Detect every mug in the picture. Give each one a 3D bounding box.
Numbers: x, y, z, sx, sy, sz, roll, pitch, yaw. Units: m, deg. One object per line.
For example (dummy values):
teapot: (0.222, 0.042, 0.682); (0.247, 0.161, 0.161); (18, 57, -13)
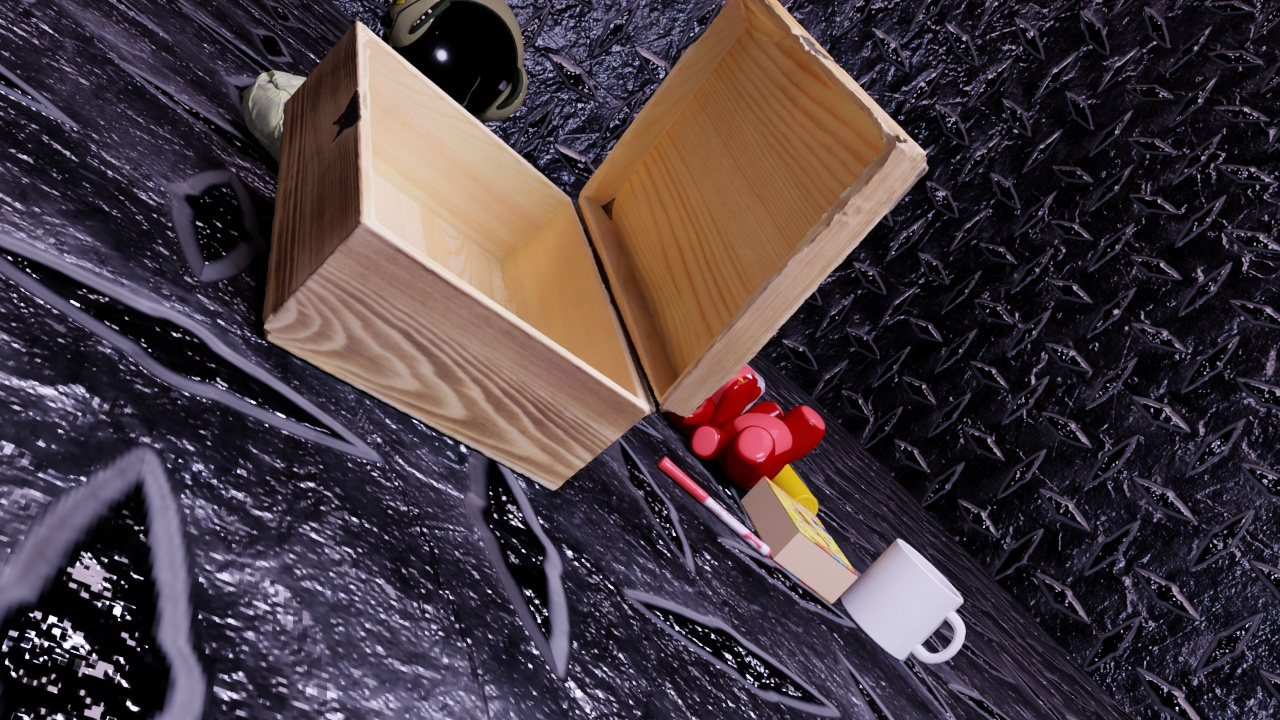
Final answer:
mug: (0.287, 0.264, 0.974); (0.121, 0.090, 0.091); (47, 10, 35)

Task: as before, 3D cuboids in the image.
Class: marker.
marker: (0.073, 0.144, 0.893); (0.142, 0.013, 0.012); (41, 9, -4)

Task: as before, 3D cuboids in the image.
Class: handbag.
handbag: (-0.251, -0.195, 0.796); (0.186, 0.117, 0.113); (46, 10, 16)

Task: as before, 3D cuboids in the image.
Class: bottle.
bottle: (0.187, 0.161, 1.213); (0.043, 0.043, 0.143); (38, 9, -25)

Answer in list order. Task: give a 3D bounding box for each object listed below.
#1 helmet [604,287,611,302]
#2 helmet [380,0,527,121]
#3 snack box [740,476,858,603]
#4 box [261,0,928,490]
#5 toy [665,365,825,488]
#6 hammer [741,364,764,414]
helmet: (-0.015, -0.145, 1.461); (0.268, 0.153, 0.227); (46, -10, 16)
helmet: (-0.309, -0.486, 1.477); (0.250, 0.256, 0.232); (37, 13, -35)
snack box: (0.167, 0.190, 0.984); (0.088, 0.040, 0.125); (39, 9, -19)
box: (-0.026, -0.132, 0.619); (0.286, 0.337, 0.278); (38, 20, -39)
toy: (0.105, 0.063, 1.105); (0.158, 0.121, 0.197); (-19, 51, -42)
hammer: (0.111, 0.029, 1.405); (0.162, 0.083, 0.317); (41, 8, 0)
